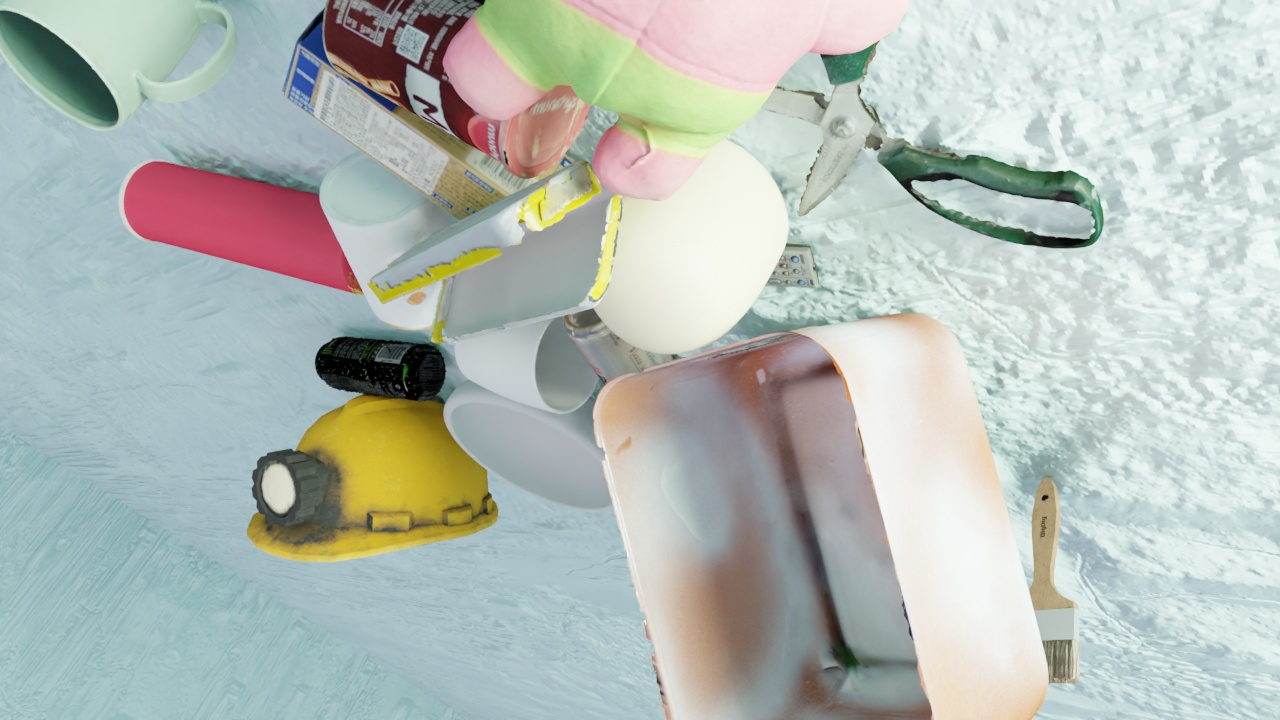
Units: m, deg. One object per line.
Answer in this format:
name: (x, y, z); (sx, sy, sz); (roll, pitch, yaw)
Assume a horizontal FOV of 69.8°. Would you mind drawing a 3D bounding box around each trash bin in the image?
trash bin: (0.108, 0.113, 0.537); (0.182, 0.157, 0.259); (-17, 86, 44)

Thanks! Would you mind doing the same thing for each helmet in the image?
helmet: (-0.253, 0.097, 0.904); (0.206, 0.131, 0.254); (7, -173, 30)

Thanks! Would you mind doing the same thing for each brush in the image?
brush: (0.256, 0.136, 0.584); (0.045, 0.142, 0.008); (-21, 128, 42)

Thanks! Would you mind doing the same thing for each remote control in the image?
remote control: (0.043, -0.062, 0.573); (0.137, 0.013, 0.033); (8, 145, 30)

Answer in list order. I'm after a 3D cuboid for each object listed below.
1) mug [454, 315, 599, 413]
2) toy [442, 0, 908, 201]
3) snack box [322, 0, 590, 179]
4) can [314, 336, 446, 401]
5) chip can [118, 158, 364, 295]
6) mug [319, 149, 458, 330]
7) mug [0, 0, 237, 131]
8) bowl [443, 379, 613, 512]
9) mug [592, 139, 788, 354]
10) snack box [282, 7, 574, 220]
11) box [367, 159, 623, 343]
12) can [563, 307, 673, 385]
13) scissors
mug: (-0.076, -0.006, 0.706); (0.088, 0.081, 0.114); (12, 179, 35)
toy: (0.020, -0.169, 0.335); (0.192, 0.096, 0.237); (26, 134, -14)
snack box: (-0.092, -0.150, 0.463); (0.121, 0.072, 0.072); (31, 152, 16)
can: (-0.246, 0.007, 0.864); (0.138, 0.053, 0.054); (5, 144, 33)
chip can: (-0.299, -0.106, 0.717); (0.221, 0.069, 0.069); (14, 148, 20)
mug: (-0.163, -0.084, 0.632); (0.082, 0.082, 0.105); (16, 148, 17)
mug: (-0.297, -0.195, 0.543); (0.111, 0.103, 0.084); (25, 150, 4)
bowl: (-0.080, 0.060, 0.804); (0.177, 0.066, 0.177); (20, 149, 12)
mug: (0.013, -0.065, 0.495); (0.096, 0.099, 0.120); (-13, 123, 42)
snack box: (-0.107, -0.126, 0.551); (0.206, 0.057, 0.056); (36, 148, -13)
box: (-0.083, -0.057, 0.502); (0.070, 0.067, 0.211); (38, 156, -25)
can: (-0.004, 0.004, 0.672); (0.054, 0.054, 0.136); (4, 143, 34)
scissors: (0.135, -0.118, 0.416); (0.203, 0.015, 0.202); (22, 149, 4)
